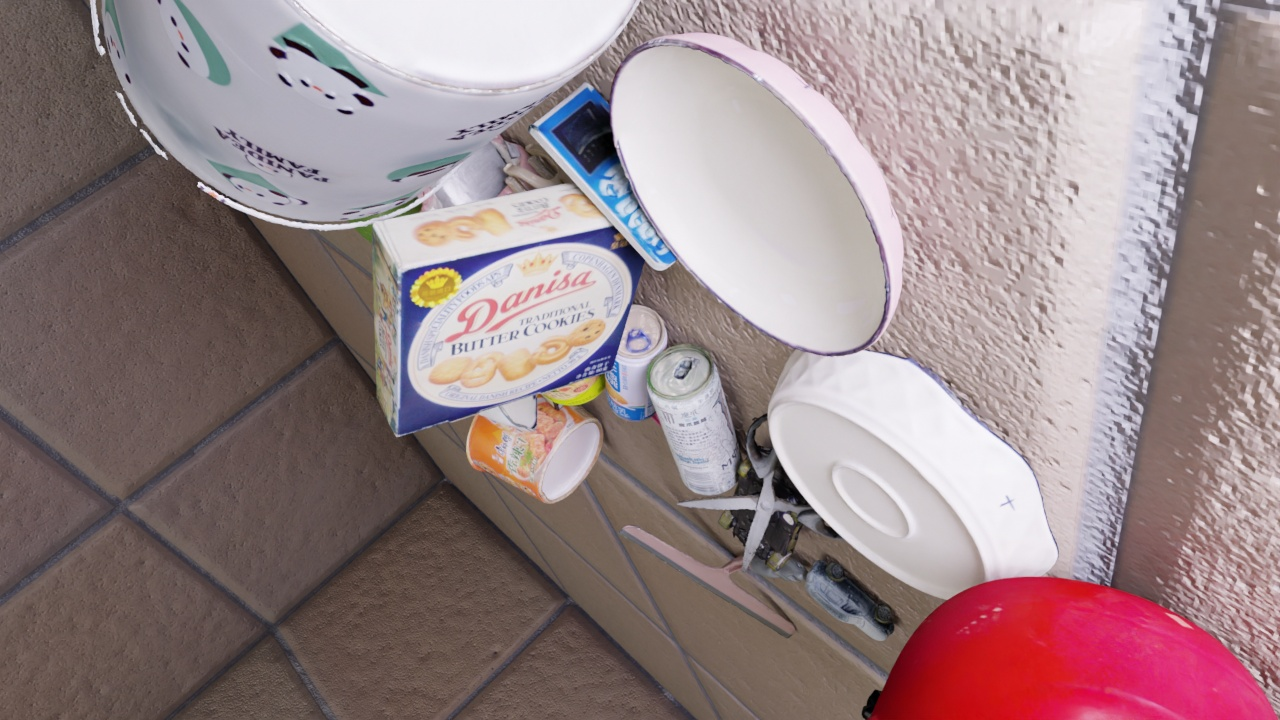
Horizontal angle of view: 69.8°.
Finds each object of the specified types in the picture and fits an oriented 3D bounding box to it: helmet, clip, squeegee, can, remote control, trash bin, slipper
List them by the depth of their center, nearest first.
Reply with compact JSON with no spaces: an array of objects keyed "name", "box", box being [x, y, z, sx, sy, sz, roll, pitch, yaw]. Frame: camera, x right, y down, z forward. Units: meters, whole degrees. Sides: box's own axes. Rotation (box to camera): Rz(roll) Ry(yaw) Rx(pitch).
[{"name":"trash bin","box":[-0.132,-0.192,0.445,0.229,0.229,0.252,55,155,-21]},{"name":"helmet","box":[0.234,0.198,0.500,0.207,0.143,0.240,19,163,14]},{"name":"remote control","box":[-0.012,-0.115,0.578,0.125,0.049,0.024,48,165,0]},{"name":"clip","box":[-0.056,-0.124,0.688,0.100,0.034,0.070,38,159,15]},{"name":"slipper","box":[-0.119,-0.115,0.733,0.274,0.114,0.054,58,165,-10]},{"name":"can","box":[0.048,0.053,0.771,0.058,0.058,0.147,35,157,37]},{"name":"can","box":[-0.005,0.005,0.800,0.053,0.053,0.135,42,161,18]},{"name":"squeegee","box":[0.122,0.226,0.990,0.247,0.040,0.250,34,158,-7]}]

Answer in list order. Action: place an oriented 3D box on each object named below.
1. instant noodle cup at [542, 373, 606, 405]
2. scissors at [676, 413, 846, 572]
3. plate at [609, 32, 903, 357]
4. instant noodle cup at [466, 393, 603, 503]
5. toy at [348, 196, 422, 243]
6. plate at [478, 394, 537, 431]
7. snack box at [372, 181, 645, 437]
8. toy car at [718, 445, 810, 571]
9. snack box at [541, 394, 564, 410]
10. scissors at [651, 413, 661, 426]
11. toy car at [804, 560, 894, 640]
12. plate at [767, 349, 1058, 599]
[{"name":"instant noodle cup","box":[-0.073,-0.014,0.852,0.111,0.111,0.123,41,169,21]},{"name":"scissors","box":[0.100,0.112,0.740,0.179,0.014,0.159,-4,114,36]},{"name":"plate","box":[0.063,-0.087,0.477,0.192,0.039,0.193,42,161,18]},{"name":"instant noodle cup","box":[-0.125,0.099,1.143,0.111,0.151,0.151,30,156,25]},{"name":"toy","box":[-0.276,-0.173,1.005,0.247,0.089,0.227,40,162,14]},{"name":"plate","box":[-0.151,-0.034,0.879,0.265,0.034,0.162,-103,-13,-57]},{"name":"snack box","box":[-0.091,-0.036,0.641,0.045,0.177,0.183,58,151,28]},{"name":"toy car","box":[0.113,0.127,0.795,0.070,0.042,0.158,39,148,21]},{"name":"snack box","box":[-0.123,-0.008,1.041,0.113,0.053,0.126,44,164,13]},{"name":"scissors","box":[0.052,0.087,0.907,0.118,0.017,0.133,19,150,50]},{"name":"toy car","box":[0.189,0.219,0.832,0.090,0.034,0.043,39,157,21]},{"name":"plate","box":[0.159,0.076,0.585,0.205,0.045,0.205,42,162,17]}]
